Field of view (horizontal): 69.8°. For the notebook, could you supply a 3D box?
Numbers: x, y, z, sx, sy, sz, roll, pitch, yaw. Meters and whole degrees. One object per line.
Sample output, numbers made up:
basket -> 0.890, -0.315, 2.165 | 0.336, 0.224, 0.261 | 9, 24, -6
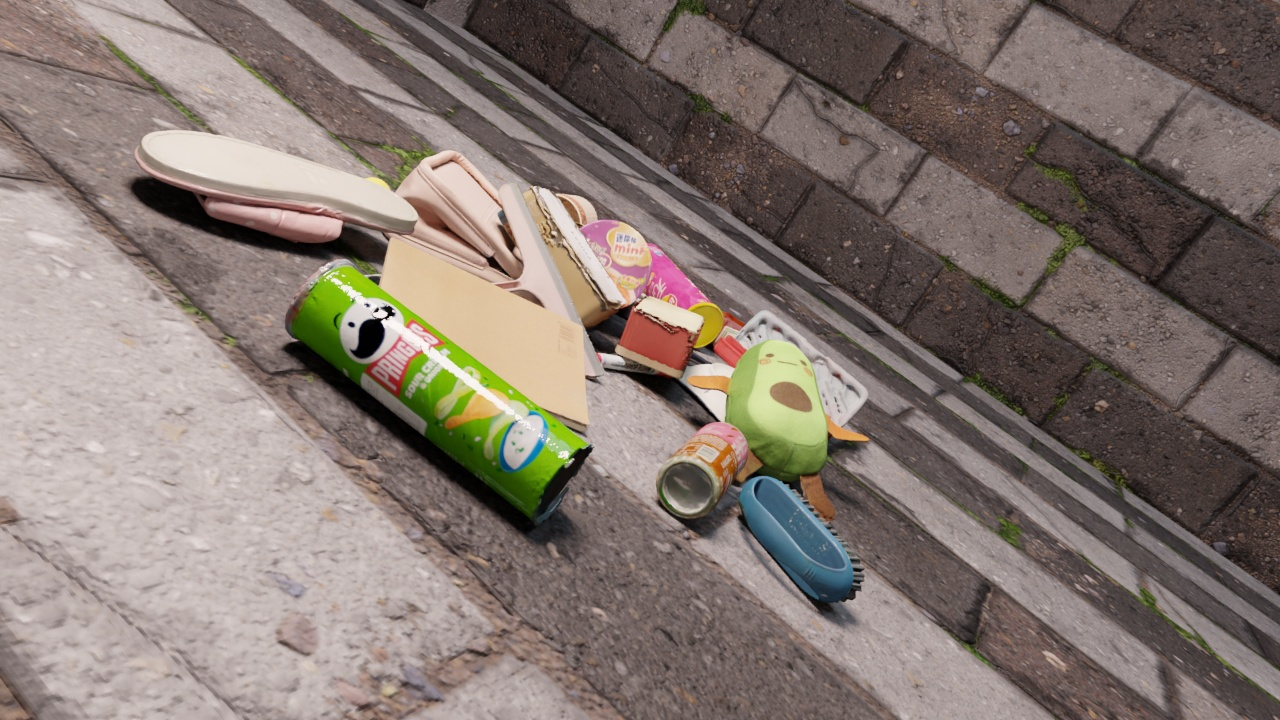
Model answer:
notebook -> -0.140, -0.026, 0.845 | 0.211, 0.012, 0.149 | 25, 34, -25

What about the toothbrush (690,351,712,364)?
toothbrush -> 0.064, -0.011, 1.246 | 0.181, 0.016, 0.018 | 28, 11, -18

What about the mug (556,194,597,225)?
mug -> -0.105, -0.191, 1.354 | 0.114, 0.082, 0.105 | 59, 15, -3

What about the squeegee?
squeegee -> -0.178, -0.075, 0.916 | 0.249, 0.040, 0.247 | -8, 68, -50

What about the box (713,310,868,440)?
box -> 0.210, 0.015, 1.268 | 0.201, 0.098, 0.118 | 42, 8, 17

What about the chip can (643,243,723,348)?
chip can -> 0.044, -0.101, 1.367 | 0.071, 0.071, 0.210 | 20, 20, -35

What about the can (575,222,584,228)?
can -> -0.057, -0.146, 1.288 | 0.111, 0.075, 0.075 | 6, 31, -49

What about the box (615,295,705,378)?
box -> 0.032, -0.038, 1.105 | 0.091, 0.076, 0.168 | 22, 11, 3

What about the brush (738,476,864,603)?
brush -> 0.135, 0.157, 0.821 | 0.073, 0.055, 0.144 | 19, 22, -43

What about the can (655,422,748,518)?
can -> 0.060, 0.098, 0.849 | 0.058, 0.058, 0.147 | 36, 17, 9

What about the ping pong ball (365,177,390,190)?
ping pong ball -> -0.300, -0.184, 1.027 | 0.040, 0.040, 0.040 | 30, 17, -10

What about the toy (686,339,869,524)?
toy -> 0.155, 0.063, 1.031 | 0.227, 0.090, 0.246 | 22, 38, -14

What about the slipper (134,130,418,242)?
slipper -> -0.329, -0.150, 0.853 | 0.114, 0.054, 0.273 | 42, 22, 30

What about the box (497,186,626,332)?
box -> -0.086, -0.111, 1.061 | 0.184, 0.061, 0.089 | 59, 14, 7

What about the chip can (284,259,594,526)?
chip can -> -0.146, 0.022, 0.668 | 0.236, 0.072, 0.072 | 36, 17, 9

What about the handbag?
handbag -> -0.177, -0.139, 1.082 | 0.234, 0.093, 0.193 | 38, 15, -13

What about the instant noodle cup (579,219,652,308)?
instant noodle cup -> -0.048, -0.115, 1.165 | 0.111, 0.111, 0.099 | 30, -6, -8

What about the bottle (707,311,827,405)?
bottle -> 0.191, 0.004, 1.360 | 0.206, 0.060, 0.059 | 34, 17, 4

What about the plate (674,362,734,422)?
plate -> 0.127, 0.049, 1.157 | 0.163, 0.034, 0.164 | 12, 27, -50

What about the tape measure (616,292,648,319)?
tape measure -> -0.016, -0.081, 1.267 | 0.066, 0.034, 0.065 | 36, 18, 13

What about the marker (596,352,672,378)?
marker -> -0.006, 0.006, 1.064 | 0.017, 0.017, 0.145 | 43, 19, 32
